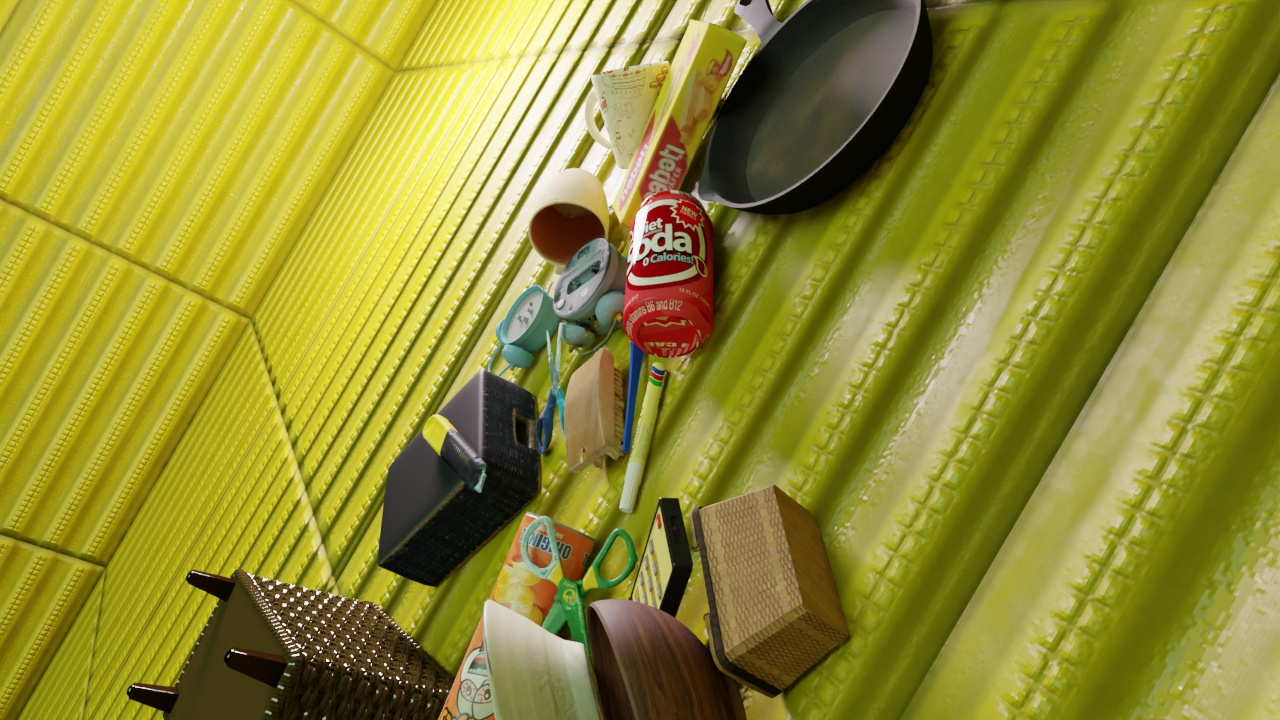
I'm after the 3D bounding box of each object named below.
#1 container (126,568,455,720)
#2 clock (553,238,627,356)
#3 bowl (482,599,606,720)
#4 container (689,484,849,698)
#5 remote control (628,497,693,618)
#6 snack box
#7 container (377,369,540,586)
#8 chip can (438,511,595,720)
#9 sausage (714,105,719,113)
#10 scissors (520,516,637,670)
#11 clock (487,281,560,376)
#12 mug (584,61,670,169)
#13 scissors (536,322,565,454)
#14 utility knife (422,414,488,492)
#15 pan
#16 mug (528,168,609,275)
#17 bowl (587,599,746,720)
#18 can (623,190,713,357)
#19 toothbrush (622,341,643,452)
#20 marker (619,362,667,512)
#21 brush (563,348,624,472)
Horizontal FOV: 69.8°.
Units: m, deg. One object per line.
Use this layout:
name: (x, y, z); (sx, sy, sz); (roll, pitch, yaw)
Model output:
container: (-0.329, 0.317, 0.846); (0.322, 0.205, 0.176); (5, 69, 57)
clock: (-0.042, -0.060, 0.902); (0.089, 0.051, 0.124); (-31, 41, 38)
bowl: (-0.054, 0.239, 0.607); (0.058, 0.177, 0.176); (-15, 35, -6)
container: (0.077, 0.132, 0.551); (0.061, 0.063, 0.113); (-35, 37, 23)
remote control: (0.009, 0.156, 0.609); (0.058, 0.013, 0.134); (-103, 20, -50)
snack box: (0.033, -0.222, 0.881); (0.092, 0.042, 0.201); (-108, 40, -66)
container: (-0.189, 0.120, 0.941); (0.188, 0.071, 0.145); (-43, 34, 26)
chip can: (-0.103, 0.230, 0.728); (0.062, 0.062, 0.210); (0, 64, 56)
sausage: (0.036, -0.279, 0.989); (0.156, 0.040, 0.040); (13, 75, 59)
scissors: (-0.060, 0.175, 0.701); (0.128, 0.119, 0.012); (-55, -13, -10)
clock: (-0.135, -0.031, 1.023); (0.123, 0.042, 0.087); (-50, 31, 13)
mug: (-0.018, -0.256, 0.966); (0.122, 0.097, 0.080); (9, 28, 42)
scissors: (-0.090, 0.028, 0.893); (0.086, 0.015, 0.135); (-34, 61, 47)
utility knife: (-0.171, 0.086, 0.853); (0.029, 0.020, 0.171); (-60, 30, -1)
pan: (0.140, -0.255, 0.807); (0.249, 0.043, 0.355); (-45, 32, 25)
mug: (-0.078, -0.150, 1.017); (0.104, 0.085, 0.112); (-86, 9, -53)
bowl: (0.022, 0.205, 0.535); (0.147, 0.068, 0.147); (167, 91, -77)
can: (0.025, -0.075, 0.789); (0.075, 0.074, 0.142); (-33, 39, 38)
toothbrush: (-0.005, 0.005, 0.815); (0.011, 0.016, 0.186); (-40, 32, 43)
marker: (0.003, 0.063, 0.764); (0.014, 0.014, 0.132); (-19, 49, 49)
brush: (-0.039, 0.046, 0.815); (0.049, 0.039, 0.117); (-40, 36, 31)
